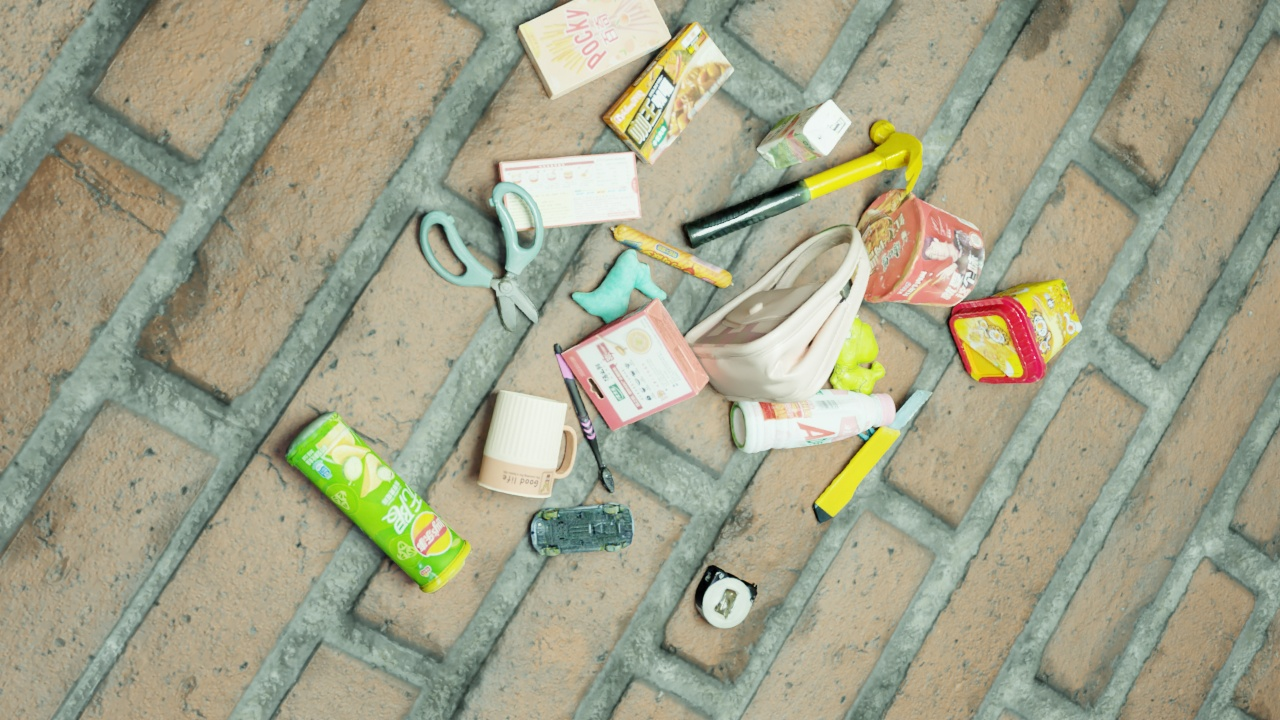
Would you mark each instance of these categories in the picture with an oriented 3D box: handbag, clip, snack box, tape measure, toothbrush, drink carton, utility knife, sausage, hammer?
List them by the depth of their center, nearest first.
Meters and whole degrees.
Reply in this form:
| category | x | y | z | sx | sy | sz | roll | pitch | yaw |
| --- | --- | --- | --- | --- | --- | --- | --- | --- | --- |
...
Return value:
| category | x | y | z | sx | sy | sz | roll | pitch | yaw |
| --- | --- | --- | --- | --- | --- | --- | --- | --- | --- |
| snack box | -0.052 | -0.368 | 1.039 | 0.157 | 0.026 | 0.084 | -30 | 100 | -11 |
| handbag | 0.171 | -0.063 | 1.042 | 0.093 | 0.194 | 0.233 | 45 | 74 | -20 |
| snack box | -0.080 | -0.192 | 1.043 | 0.155 | 0.027 | 0.077 | -7 | 96 | -14 |
| snack box | -0.006 | 0.006 | 1.047 | 0.127 | 0.044 | 0.113 | -25 | 104 | 32 |
| snack box | 0.033 | -0.307 | 1.057 | 0.075 | 0.026 | 0.153 | 43 | 84 | -27 |
| drink carton | 0.188 | -0.258 | 1.060 | 0.045 | 0.122 | 0.053 | 41 | 81 | -15 |
| toothbrush | -0.065 | 0.069 | 1.069 | 0.014 | 0.018 | 0.189 | -22 | 97 | -11 |
| sausage | 0.039 | -0.122 | 1.081 | 0.165 | 0.021 | 0.021 | 22 | 88 | -14 |
| hammer | 0.194 | -0.201 | 1.087 | 0.300 | 0.128 | 0.033 | -22 | 129 | -3 |
| tape measure | 0.102 | 0.291 | 1.118 | 0.065 | 0.033 | 0.066 | 26 | 86 | -13 |
| utility knife | 0.290 | 0.118 | 1.152 | 0.033 | 0.015 | 0.216 | 40 | 93 | -14 |
| clip | 0.290 | 0.095 | 1.165 | 0.057 | 0.014 | 0.047 | 38 | 86 | -13 |

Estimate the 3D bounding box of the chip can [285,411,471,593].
| category | x | y | z | sx | sy | sz | roll | pitch | yaw |
| --- | --- | --- | --- | --- | --- | --- | --- | --- | --- |
| chip can | -0.282 | 0.152 | 0.989 | 0.072 | 0.072 | 0.221 | -44 | 102 | -8 |

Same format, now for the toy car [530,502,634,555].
| category | x | y | z | sx | sy | sz | roll | pitch | yaw |
| --- | --- | --- | --- | --- | --- | --- | --- | --- | --- |
| toy car | -0.067 | 0.196 | 1.068 | 0.120 | 0.037 | 0.054 | -4 | 95 | -4 |

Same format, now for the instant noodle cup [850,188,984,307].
| category | x | y | z | sx | sy | sz | roll | pitch | yaw |
| --- | --- | --- | --- | --- | --- | --- | --- | --- | --- |
| instant noodle cup | 0.337 | -0.127 | 1.106 | 0.108 | 0.138 | 0.138 | 11 | 90 | -21 |

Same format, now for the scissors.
| category | x | y | z | sx | sy | sz | roll | pitch | yaw |
| --- | --- | --- | --- | --- | --- | --- | --- | --- | --- |
| scissors | -0.177 | -0.108 | 1.019 | 0.171 | 0.019 | 0.177 | -2 | 110 | -2 |

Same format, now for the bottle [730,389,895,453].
| category | x | y | z | sx | sy | sz | roll | pitch | yaw |
| --- | --- | --- | --- | --- | --- | --- | --- | --- | --- |
| bottle | 0.211 | 0.069 | 1.113 | 0.196 | 0.068 | 0.068 | -5 | 95 | -14 |

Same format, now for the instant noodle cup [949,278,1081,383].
| category | x | y | z | sx | sy | sz | roll | pitch | yaw |
| --- | --- | --- | --- | --- | --- | --- | --- | --- | --- |
| instant noodle cup | 0.479 | -0.042 | 1.161 | 0.123 | 0.116 | 0.116 | -28 | 100 | -23 |

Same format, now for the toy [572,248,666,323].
| category | x | y | z | sx | sy | sz | roll | pitch | yaw |
| --- | --- | --- | --- | --- | --- | --- | --- | --- | --- |
| toy | -0.019 | -0.083 | 1.065 | 0.096 | 0.030 | 0.092 | 34 | 87 | -20 |

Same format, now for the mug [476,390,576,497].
| category | x | y | z | sx | sy | sz | roll | pitch | yaw |
| --- | --- | --- | --- | --- | --- | --- | --- | --- | --- |
| mug | -0.119 | 0.095 | 1.030 | 0.114 | 0.082 | 0.106 | 12 | 89 | -42 |

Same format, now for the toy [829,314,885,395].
| category | x | y | z | sx | sy | sz | roll | pitch | yaw |
| --- | --- | --- | --- | --- | --- | --- | --- | --- | --- |
| toy | 0.265 | -0.007 | 1.143 | 0.096 | 0.031 | 0.100 | 10 | 95 | -15 |
